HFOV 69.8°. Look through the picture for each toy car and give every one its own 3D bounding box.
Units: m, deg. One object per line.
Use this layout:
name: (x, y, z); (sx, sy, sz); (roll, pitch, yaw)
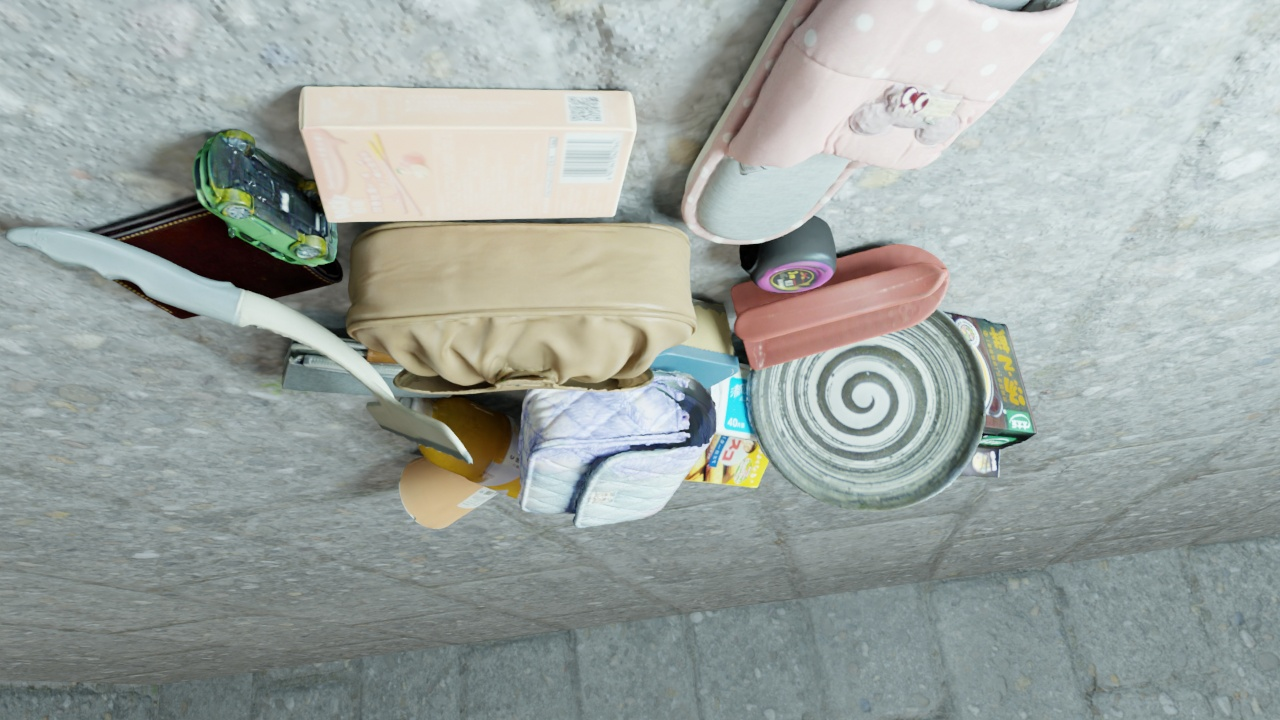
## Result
toy car: (-0.193, -0.080, 0.474); (0.036, 0.043, 0.091); (-12, 157, 15)

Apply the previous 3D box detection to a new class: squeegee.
squeegee: (-0.227, -0.022, 0.529); (0.246, 0.039, 0.247); (30, 168, -22)

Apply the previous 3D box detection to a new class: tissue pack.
tissue pack: (0.082, 0.035, 0.786); (0.140, 0.063, 0.090); (12, 175, -34)

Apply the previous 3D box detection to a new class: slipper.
slipper: (0.102, -0.120, 0.443); (0.114, 0.054, 0.275); (4, 156, -24)

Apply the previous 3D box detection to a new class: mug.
mug: (-0.175, 0.115, 0.924); (0.123, 0.078, 0.078); (-28, 150, 34)

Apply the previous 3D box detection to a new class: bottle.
bottle: (-0.135, 0.080, 0.831); (0.189, 0.067, 0.068); (29, 141, -34)

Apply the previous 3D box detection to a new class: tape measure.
tape measure: (0.096, -0.070, 0.588); (0.058, 0.039, 0.057); (-14, 158, 30)

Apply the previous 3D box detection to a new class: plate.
plate: (0.171, 0.029, 0.705); (0.180, 0.179, 0.024); (-16, -175, 22)

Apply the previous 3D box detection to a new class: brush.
brush: (0.138, -0.040, 0.630); (0.146, 0.063, 0.069); (-15, 180, 16)

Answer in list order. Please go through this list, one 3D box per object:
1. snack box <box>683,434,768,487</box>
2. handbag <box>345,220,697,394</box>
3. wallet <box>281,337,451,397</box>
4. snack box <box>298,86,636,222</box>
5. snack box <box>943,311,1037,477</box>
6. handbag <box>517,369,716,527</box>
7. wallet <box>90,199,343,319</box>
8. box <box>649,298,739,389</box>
snack box: (0.071, 0.073, 0.876); (0.140, 0.087, 0.034); (11, -163, -39)
handbag: (-0.071, -0.026, 0.562); (0.204, 0.099, 0.148); (-1, 166, -6)
wallet: (-0.197, 0.003, 0.688); (0.129, 0.037, 0.107); (5, 165, -24)
snack box: (-0.085, -0.103, 0.469); (0.157, 0.026, 0.085); (-2, 158, -11)
snack box: (0.262, 0.027, 0.756); (0.113, 0.125, 0.053); (7, 153, -29)
handbag: (-0.026, 0.075, 0.707); (0.134, 0.075, 0.194); (-2, 158, -10)
wallet: (-0.255, -0.059, 0.542); (0.122, 0.020, 0.096); (-12, 152, 15)
box: (-0.004, 0.004, 0.716); (0.089, 0.059, 0.185); (9, 155, -35)
